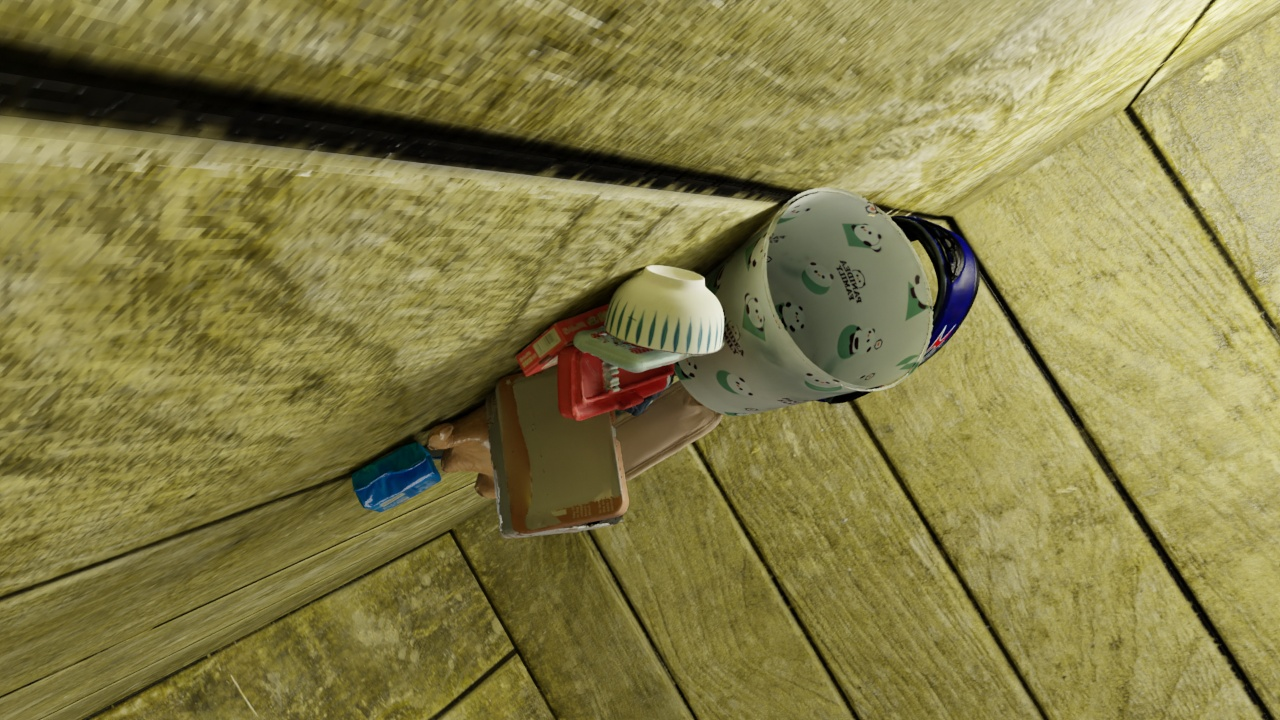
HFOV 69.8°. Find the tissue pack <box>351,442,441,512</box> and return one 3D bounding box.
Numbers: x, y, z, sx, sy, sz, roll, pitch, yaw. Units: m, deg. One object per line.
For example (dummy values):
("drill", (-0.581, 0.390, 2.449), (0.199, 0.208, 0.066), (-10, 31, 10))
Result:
("tissue pack", (-0.292, 0.140, 1.103), (0.095, 0.052, 0.157), (-27, 174, -13))

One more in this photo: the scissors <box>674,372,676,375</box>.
("scissors", (0.016, 0.020, 1.472), (0.189, 0.015, 0.225), (-4, -177, 17))

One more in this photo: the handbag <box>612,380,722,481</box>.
("handbag", (0.050, 0.088, 1.460), (0.194, 0.093, 0.233), (-32, 178, 25))

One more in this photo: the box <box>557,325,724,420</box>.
("box", (0.008, 0.004, 0.941), (0.102, 0.095, 0.201), (5, -169, 29))

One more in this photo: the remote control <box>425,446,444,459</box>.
("remote control", (-0.234, 0.119, 1.227), (0.049, 0.024, 0.124), (-6, 174, 26))

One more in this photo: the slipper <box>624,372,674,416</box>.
("slipper", (-0.007, 0.007, 1.250), (0.095, 0.105, 0.253), (-50, -179, -13))

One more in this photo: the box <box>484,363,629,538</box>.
("box", (-0.079, 0.098, 1.030), (0.154, 0.182, 0.185), (2, 164, -40))

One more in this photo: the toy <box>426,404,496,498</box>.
("toy", (-0.184, 0.099, 1.147), (0.143, 0.082, 0.226), (-46, 147, -4))

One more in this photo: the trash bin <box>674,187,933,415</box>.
("trash bin", (0.170, -0.049, 1.086), (0.229, 0.229, 0.253), (-28, 180, -31))

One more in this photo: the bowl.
("bowl", (0.027, -0.054, 0.887), (0.116, 0.116, 0.066), (-21, 125, -60))

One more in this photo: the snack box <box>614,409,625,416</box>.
("snack box", (-0.055, 0.060, 1.449), (0.074, 0.051, 0.174), (1, -174, 28))

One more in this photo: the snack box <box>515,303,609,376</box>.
("snack box", (-0.057, -0.030, 0.972), (0.075, 0.025, 0.152), (-35, 173, 40))

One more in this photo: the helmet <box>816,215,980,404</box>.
("helmet", (0.290, -0.079, 1.301), (0.240, 0.247, 0.317), (5, 145, -39))
